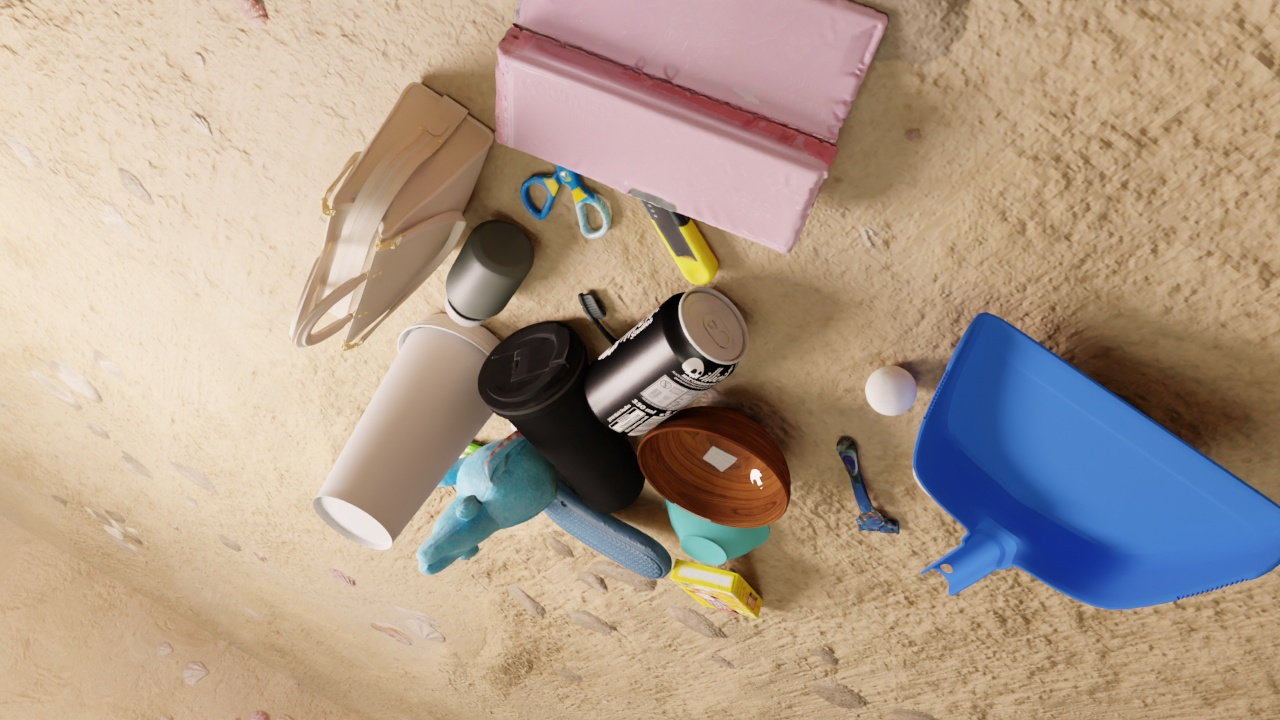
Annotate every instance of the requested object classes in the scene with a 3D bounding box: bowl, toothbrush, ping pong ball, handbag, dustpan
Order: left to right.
[{"bbox_3d":[-0.215,-0.090,0.725,0.101,0.197,0.195,33,143,-8],"label":"handbag"},{"bbox_3d":[-0.005,0.005,0.865,0.017,0.014,0.188,-13,128,31],"label":"toothbrush"},{"bbox_3d":[0.076,0.190,1.008,0.121,0.046,0.121,17,142,13],"label":"bowl"},{"bbox_3d":[0.077,0.087,0.866,0.147,0.068,0.147,17,143,14],"label":"bowl"},{"bbox_3d":[0.202,0.024,0.739,0.040,0.040,0.040,17,142,13],"label":"ping pong ball"},{"bbox_3d":[0.295,0.117,0.708,0.245,0.059,0.258,37,150,10],"label":"dustpan"}]

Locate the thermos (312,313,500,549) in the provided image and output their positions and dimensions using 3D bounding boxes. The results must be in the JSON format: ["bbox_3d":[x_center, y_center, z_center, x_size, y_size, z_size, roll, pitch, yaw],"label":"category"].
[{"bbox_3d":[-0.221,0.069,0.899,0.131,0.221,0.132,17,142,13],"label":"thermos"}]

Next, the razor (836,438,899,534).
[{"bbox_3d":[0.209,0.124,0.872,0.044,0.018,0.141,-1,135,33],"label":"razor"}]

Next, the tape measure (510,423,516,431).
[{"bbox_3d":[-0.109,0.068,0.999,0.065,0.016,0.064,25,143,3],"label":"tape measure"}]

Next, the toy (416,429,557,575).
[{"bbox_3d":[-0.173,0.146,0.966,0.115,0.180,0.184,42,151,16],"label":"toy"}]

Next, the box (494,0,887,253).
[{"bbox_3d":[0.018,-0.175,0.596,0.233,0.050,0.181,21,135,7],"label":"box"}]

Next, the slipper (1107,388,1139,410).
[{"bbox_3d":[0.363,0.092,0.709,0.213,0.059,0.104,36,145,-13],"label":"slipper"}]

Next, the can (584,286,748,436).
[{"bbox_3d":[0.019,0.003,0.784,0.080,0.080,0.146,38,136,-14],"label":"can"}]

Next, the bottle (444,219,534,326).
[{"bbox_3d":[-0.138,-0.074,0.813,0.060,0.060,0.109,34,142,-9],"label":"bottle"}]

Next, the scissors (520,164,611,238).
[{"bbox_3d":[-0.048,-0.142,0.716,0.097,0.020,0.133,28,144,-6],"label":"scissors"}]

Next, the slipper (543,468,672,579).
[{"bbox_3d":[-0.050,0.180,1.064,0.214,0.059,0.104,31,149,17],"label":"slipper"}]

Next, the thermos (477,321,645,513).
[{"bbox_3d":[-0.067,0.065,0.909,0.106,0.105,0.219,2,141,30],"label":"thermos"}]

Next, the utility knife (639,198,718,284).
[{"bbox_3d":[0.007,-0.131,0.693,0.029,0.020,0.186,-11,128,36],"label":"utility knife"}]

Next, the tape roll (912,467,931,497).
[{"bbox_3d":[0.285,0.096,0.793,0.094,0.019,0.094,16,142,13],"label":"tape roll"}]

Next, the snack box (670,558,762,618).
[{"bbox_3d":[0.091,0.268,1.071,0.075,0.025,0.152,9,158,22],"label":"snack box"}]

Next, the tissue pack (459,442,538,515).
[{"bbox_3d":[-0.179,0.145,1.105,0.100,0.034,0.114,16,144,39],"label":"tissue pack"}]
